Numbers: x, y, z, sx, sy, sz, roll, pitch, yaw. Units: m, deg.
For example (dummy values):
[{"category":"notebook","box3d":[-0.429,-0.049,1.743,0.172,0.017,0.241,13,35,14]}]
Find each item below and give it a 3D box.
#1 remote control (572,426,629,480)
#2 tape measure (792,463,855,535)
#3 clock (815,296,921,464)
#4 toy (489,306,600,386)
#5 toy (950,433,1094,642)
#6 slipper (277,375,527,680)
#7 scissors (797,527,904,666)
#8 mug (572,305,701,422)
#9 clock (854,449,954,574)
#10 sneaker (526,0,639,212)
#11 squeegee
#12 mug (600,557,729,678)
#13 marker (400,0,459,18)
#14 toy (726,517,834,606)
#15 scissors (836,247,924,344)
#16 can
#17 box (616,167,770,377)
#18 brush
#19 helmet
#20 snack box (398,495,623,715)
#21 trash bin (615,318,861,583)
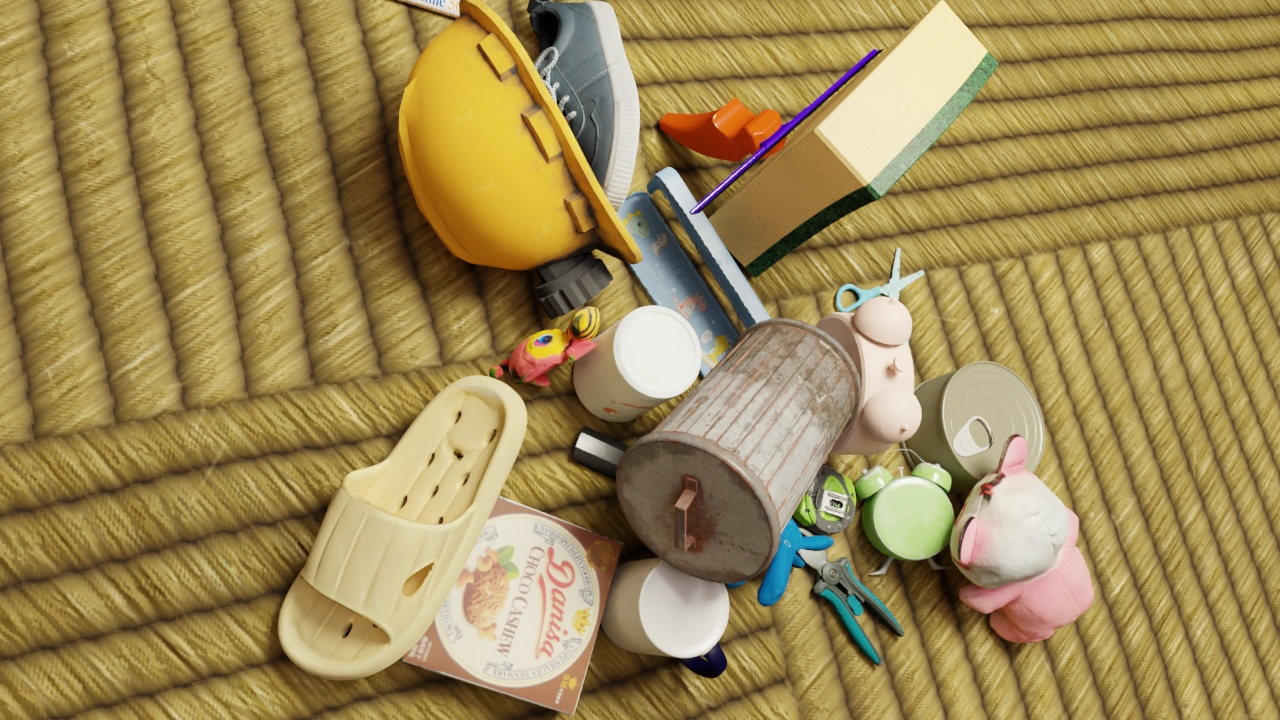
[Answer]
[{"category":"remote control","box3d":[0.007,0.102,0.829,0.146,0.015,0.033,26,68,-14]},{"category":"tape measure","box3d":[0.179,0.134,0.880,0.058,0.036,0.065,20,69,-17]},{"category":"clock","box3d":[0.187,0.021,0.843,0.086,0.161,0.131,4,75,-23]},{"category":"toy","box3d":[-0.075,-0.009,0.785,0.103,0.084,0.046,-33,83,10]},{"category":"toy","box3d":[0.364,0.180,0.875,0.141,0.084,0.213,-45,122,-13]},{"category":"slipper","box3d":[-0.177,0.116,0.691,0.111,0.079,0.261,27,71,15]},{"category":"scissors","box3d":[0.195,0.227,0.872,0.131,0.019,0.149,8,74,-21]},{"category":"mug","box3d":[-0.005,0.005,0.801,0.082,0.105,0.082,6,74,-21]},{"category":"clock","box3d":[0.259,0.146,0.893,0.094,0.042,0.119,-5,79,-4]},{"category":"sneaker","box3d":[-0.059,-0.244,0.849,0.087,0.089,0.235,-1,64,-20]},{"category":"squeegee","box3d":[0.083,-0.215,0.863,0.249,0.185,0.055,-43,129,-19]},{"category":"mug","box3d":[0.027,0.217,0.762,0.078,0.097,0.112,-39,93,-26]},{"category":"marker","box3d":[-0.221,-0.342,0.853,0.145,0.017,0.017,11,72,-20]},{"category":"toy","box3d":[0.103,0.151,0.782,0.113,0.176,0.071,33,96,7]},{"category":"scissors","box3d":[0.254,-0.069,0.982,0.119,0.015,0.138,20,63,-18]},{"category":"can","box3d":[0.338,0.071,0.941,0.127,0.073,0.127,6,74,-21]},{"category":"box","box3d":[0.046,-0.073,0.869,0.078,0.073,0.210,-32,91,-12]},{"category":"brush","box3d":[0.187,-0.196,0.851,0.075,0.251,0.194,46,67,-6]},{"category":"helmet","box3d":[-0.123,-0.153,0.763,0.131,0.205,0.255,-34,105,-6]},{"category":"snack box","box3d":[-0.102,0.194,0.746,0.147,0.041,0.143,24,67,-14]},{"category":"trash bin","box3d":[0.081,0.068,0.724,0.131,0.131,0.210,50,44,-4]}]
